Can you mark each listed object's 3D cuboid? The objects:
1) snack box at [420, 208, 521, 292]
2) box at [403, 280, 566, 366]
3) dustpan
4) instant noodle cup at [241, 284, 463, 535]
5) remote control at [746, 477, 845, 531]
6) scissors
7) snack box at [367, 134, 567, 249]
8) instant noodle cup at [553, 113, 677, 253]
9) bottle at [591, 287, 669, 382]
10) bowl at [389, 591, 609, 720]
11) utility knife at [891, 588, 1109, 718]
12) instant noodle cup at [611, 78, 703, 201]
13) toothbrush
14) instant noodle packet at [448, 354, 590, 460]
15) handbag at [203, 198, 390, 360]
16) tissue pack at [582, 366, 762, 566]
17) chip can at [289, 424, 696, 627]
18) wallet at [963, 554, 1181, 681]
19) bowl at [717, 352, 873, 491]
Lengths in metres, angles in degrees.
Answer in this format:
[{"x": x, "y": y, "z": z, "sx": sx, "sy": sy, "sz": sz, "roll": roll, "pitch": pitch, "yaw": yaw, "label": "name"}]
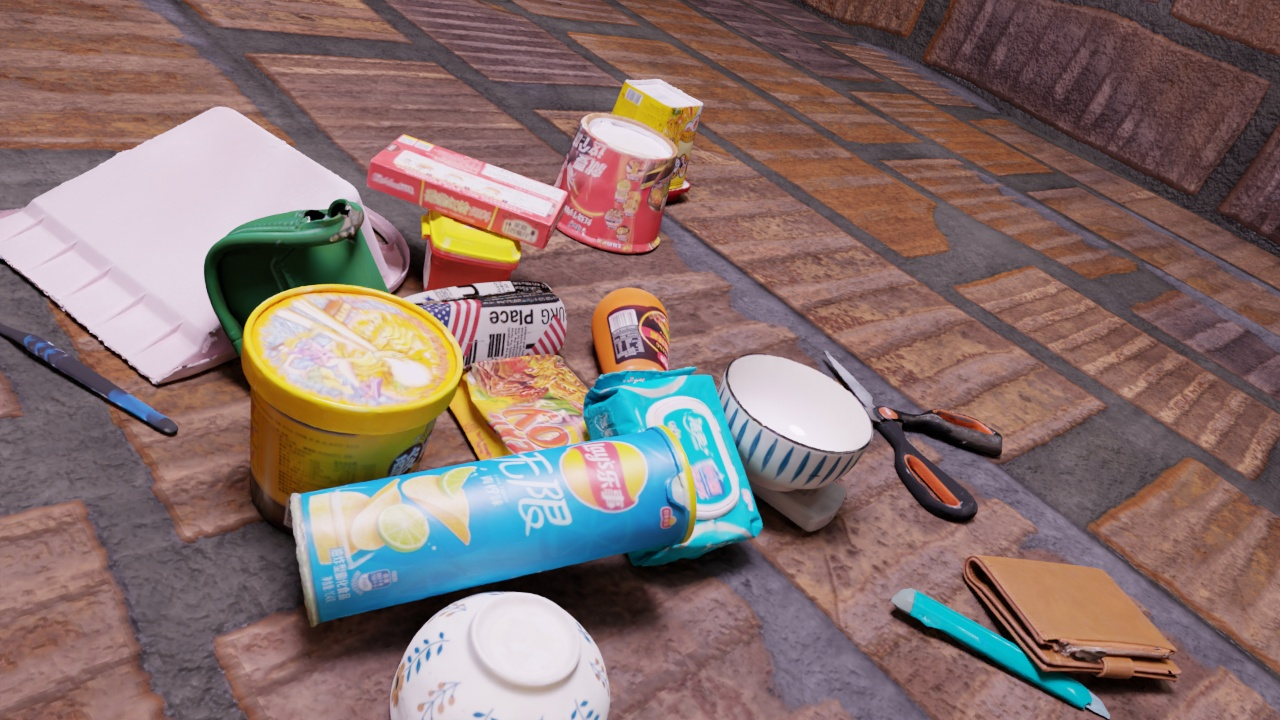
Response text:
[{"x": -0.149, "y": -0.085, "z": 0.774, "sx": 0.082, "sy": 0.080, "sz": 0.091, "roll": 9, "pitch": 33, "yaw": -21, "label": "snack box"}, {"x": -0.122, "y": -0.019, "z": 0.706, "sx": 0.163, "sy": 0.075, "sz": 0.082, "roll": -8, "pitch": 52, "yaw": -43, "label": "box"}, {"x": -0.322, "y": -0.081, "z": 0.734, "sx": 0.222, "sy": 0.139, "sz": 0.272, "roll": 35, "pitch": 62, "yaw": 19, "label": "dustpan"}, {"x": -0.175, "y": 0.035, "z": 0.538, "sx": 0.118, "sy": 0.115, "sz": 0.118, "roll": 16, "pitch": 31, "yaw": -10, "label": "instant noodle cup"}, {"x": 0.089, "y": 0.078, "z": 0.723, "sx": 0.150, "sy": 0.021, "sz": 0.058, "roll": 36, "pitch": 34, "yaw": 23, "label": "remote control"}, {"x": 0.246, "y": 0.061, "z": 0.846, "sx": 0.220, "sy": 0.022, "sz": 0.233, "roll": 5, "pitch": 35, "yaw": -26, "label": "scissors"}, {"x": -0.141, "y": -0.142, "z": 0.763, "sx": 0.153, "sy": 0.026, "sz": 0.075, "roll": 19, "pitch": 32, "yaw": -3, "label": "snack box"}, {"x": -0.029, "y": -0.196, "z": 0.994, "sx": 0.138, "sy": 0.109, "sz": 0.137, "roll": 15, "pitch": 32, "yaw": -10, "label": "instant noodle cup"}, {"x": -0.004, "y": 0.004, "z": 0.749, "sx": 0.066, "sy": 0.067, "sz": 0.149, "roll": 11, "pitch": 39, "yaw": -17, "label": "bottle"}, {"x": -0.064, "y": 0.159, "z": 0.466, "sx": 0.113, "sy": 0.062, "sz": 0.113, "roll": 17, "pitch": 30, "yaw": -10, "label": "bowl"}, {"x": 0.249, "y": 0.203, "z": 0.637, "sx": 0.166, "sy": 0.013, "sz": 0.029, "roll": 29, "pitch": 33, "yaw": 6, "label": "utility knife"}, {"x": 0.010, "y": -0.268, "z": 1.115, "sx": 0.116, "sy": 0.124, "sz": 0.116, "roll": 36, "pitch": 34, "yaw": 23, "label": "instant noodle cup"}, {"x": -0.366, "y": -0.002, "z": 0.576, "sx": 0.189, "sy": 0.016, "sz": 0.014, "roll": 28, "pitch": 39, "yaw": 10, "label": "toothbrush"}, {"x": -0.072, "y": 0.046, "z": 0.656, "sx": 0.110, "sy": 0.044, "sz": 0.128, "roll": -11, "pitch": 44, "yaw": -36, "label": "instant noodle packet"}, {"x": -0.208, "y": -0.037, "z": 0.601, "sx": 0.120, "sy": 0.131, "sz": 0.067, "roll": -11, "pitch": 23, "yaw": 26, "label": "handbag"}, {"x": 0.021, "y": 0.068, "z": 0.623, "sx": 0.093, "sy": 0.050, "sz": 0.133, "roll": -8, "pitch": 72, "yaw": -41, "label": "tissue pack"}, {"x": -0.078, "y": 0.088, "z": 0.507, "sx": 0.210, "sy": 0.071, "sz": 0.071, "roll": -9, "pitch": 41, "yaw": -20, "label": "chip can"}, {"x": 0.320, "y": 0.189, "z": 0.679, "sx": 0.131, "sy": 0.031, "sz": 0.107, "roll": 9, "pitch": 27, "yaw": -21, "label": "wallet"}, {"x": 0.106, "y": 0.054, "z": 0.683, "sx": 0.116, "sy": 0.066, "sz": 0.116, "roll": 16, "pitch": 31, "yaw": -10, "label": "bowl"}]
